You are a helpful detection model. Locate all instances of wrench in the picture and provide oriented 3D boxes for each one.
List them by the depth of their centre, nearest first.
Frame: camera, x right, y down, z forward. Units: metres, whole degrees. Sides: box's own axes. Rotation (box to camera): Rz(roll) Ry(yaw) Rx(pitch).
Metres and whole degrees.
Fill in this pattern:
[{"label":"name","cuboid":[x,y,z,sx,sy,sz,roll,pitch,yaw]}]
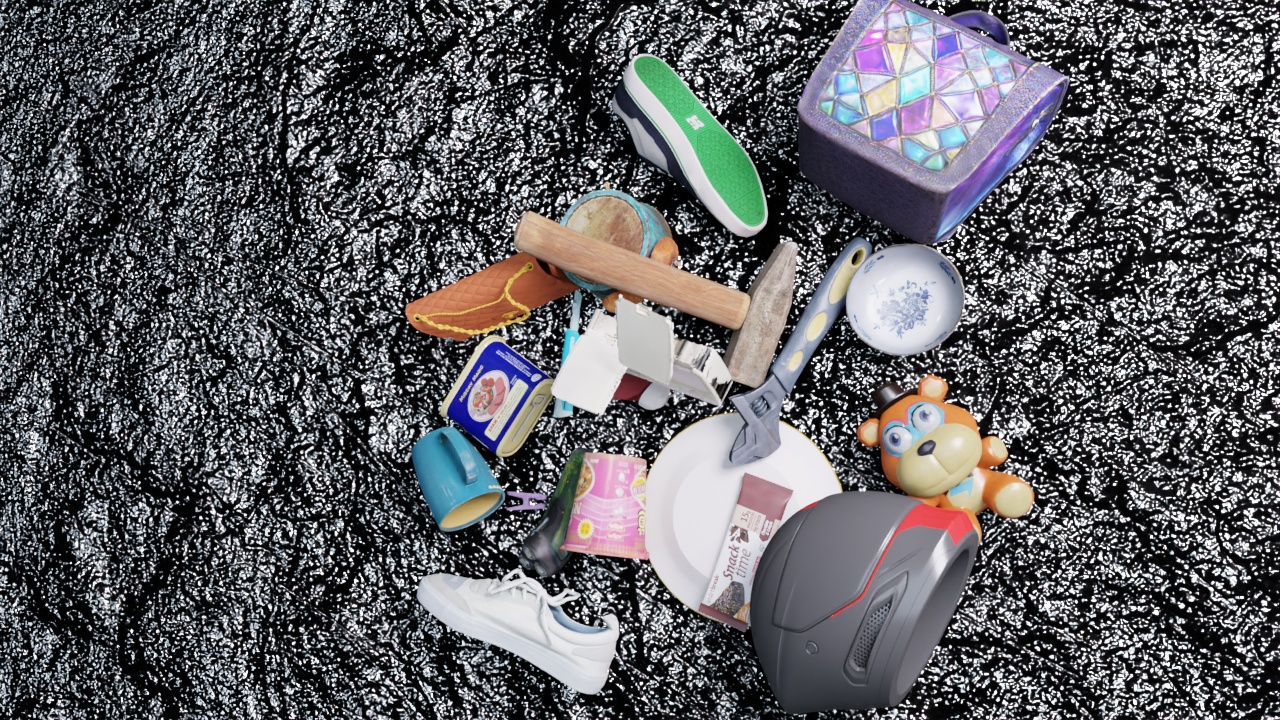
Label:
[{"label":"wrench","cuboid":[0.166,-0.009,0.963,0.073,0.022,0.273,32,88,-11]}]

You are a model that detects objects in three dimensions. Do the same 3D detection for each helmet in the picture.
[{"label":"helmet","cuboid":[0.192,0.224,0.868,0.170,0.163,0.265,27,116,33]}]

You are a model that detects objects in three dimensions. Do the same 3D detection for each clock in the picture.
[{"label":"clock","cuboid":[-0.017,-0.116,1.033,0.121,0.073,0.157,-45,69,13]},{"label":"clock","cuboid":[-0.006,0.006,1.034,0.125,0.044,0.087,14,90,21]}]

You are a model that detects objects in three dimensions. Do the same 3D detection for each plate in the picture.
[{"label":"plate","cuboid":[0.105,0.170,0.991,0.230,0.021,0.229,-2,85,20]}]

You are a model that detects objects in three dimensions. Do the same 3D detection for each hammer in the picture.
[{"label":"hammer","cuboid":[0.013,-0.092,0.965,0.300,0.037,0.158,19,93,-9]}]

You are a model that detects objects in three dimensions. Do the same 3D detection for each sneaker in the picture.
[{"label":"sneaker","cuboid":[0.051,-0.225,1.025,0.235,0.084,0.079,54,139,8]},{"label":"sneaker","cuboid":[-0.136,0.282,1.043,0.242,0.089,0.090,22,89,15]}]

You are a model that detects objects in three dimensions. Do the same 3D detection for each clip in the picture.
[{"label":"clip","cuboid":[-0.135,0.168,1.087,0.052,0.013,0.035,2,88,18]}]

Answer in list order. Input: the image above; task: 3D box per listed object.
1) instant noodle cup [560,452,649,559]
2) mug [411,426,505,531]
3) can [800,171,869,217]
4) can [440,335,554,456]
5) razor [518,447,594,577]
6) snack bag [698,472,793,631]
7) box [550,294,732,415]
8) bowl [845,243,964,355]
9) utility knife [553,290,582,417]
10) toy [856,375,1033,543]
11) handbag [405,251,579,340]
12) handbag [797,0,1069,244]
[{"label":"instant noodle cup","cuboid":[-0.034,0.159,1.011,0.098,0.097,0.108,2,79,21]},{"label":"mug","cuboid":[-0.217,0.127,1.074,0.104,0.084,0.112,56,147,23]},{"label":"can","cuboid":[0.214,-0.190,0.974,0.095,0.032,0.032,38,99,19]},{"label":"can","cuboid":[-0.166,0.044,1.086,0.092,0.056,0.116,35,98,18]},{"label":"razor","cuboid":[-0.091,0.170,1.043,0.054,0.067,0.151,17,84,32]},{"label":"snack bag","cuboid":[0.110,0.201,0.966,0.057,0.013,0.158,20,93,22]},{"label":"box","cuboid":[-0.012,0.011,0.895,0.144,0.193,0.106,19,74,28]},{"label":"bowl","cuboid":[0.271,-0.059,0.935,0.114,0.045,0.114,-2,85,21]},{"label":"utility knife","cuboid":[-0.085,-0.008,1.080,0.022,0.015,0.151,5,87,-8]},{"label":"toy","cuboid":[0.290,0.095,0.897,0.112,0.096,0.176,-42,62,13]},{"label":"handbag","cuboid":[-0.170,-0.073,1.068,0.172,0.108,0.060,-22,78,17]},{"label":"handbag","cuboid":[0.281,-0.252,0.900,0.205,0.125,0.222,35,81,20]}]
